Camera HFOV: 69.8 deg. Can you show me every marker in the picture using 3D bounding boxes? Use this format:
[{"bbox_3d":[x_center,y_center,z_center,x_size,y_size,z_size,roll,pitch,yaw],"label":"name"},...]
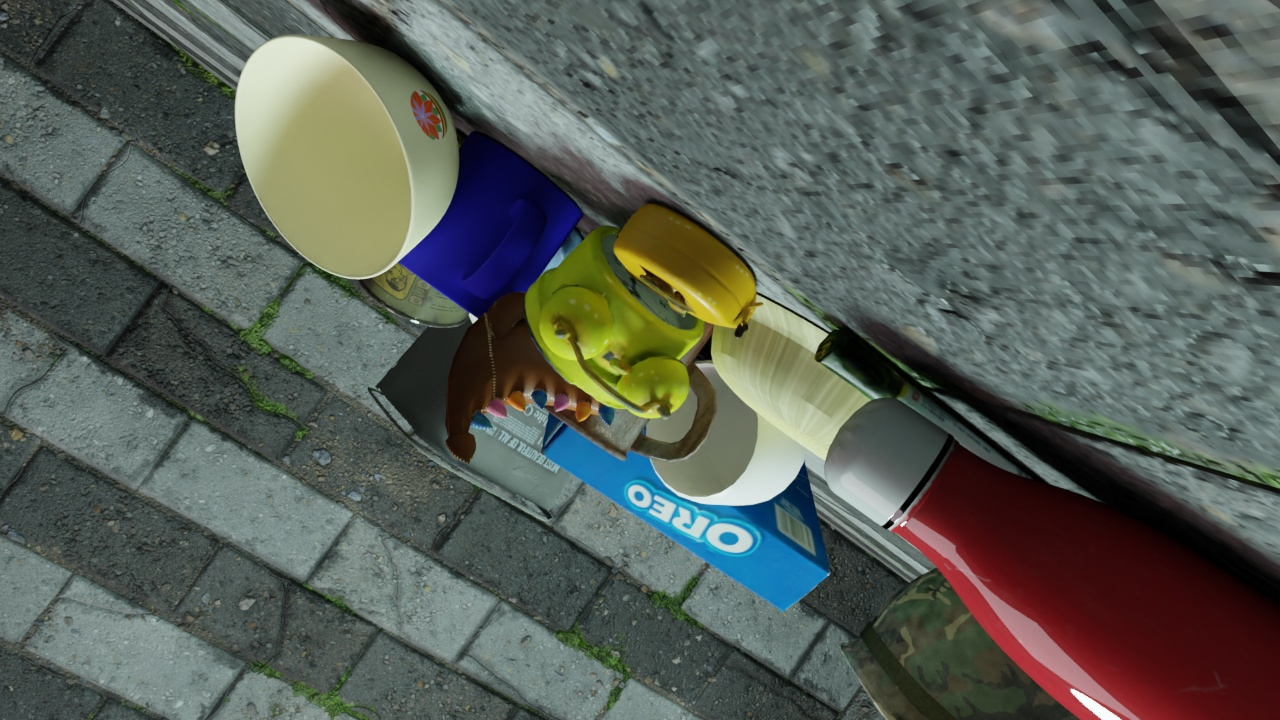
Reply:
[{"bbox_3d":[0.132,0.035,0.382,0.146,0.017,0.017,36,177,-10],"label":"marker"}]

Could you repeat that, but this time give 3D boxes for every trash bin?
[{"bbox_3d":[-0.129,0.010,0.969,0.197,0.220,0.197,38,176,-38],"label":"trash bin"}]

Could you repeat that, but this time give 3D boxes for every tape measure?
[{"bbox_3d":[0.018,-0.038,0.390,0.068,0.030,0.059,34,179,23],"label":"tape measure"}]

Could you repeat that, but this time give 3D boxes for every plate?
[{"bbox_3d":[0.093,0.026,0.477,0.184,0.036,0.184,35,177,2],"label":"plate"}]

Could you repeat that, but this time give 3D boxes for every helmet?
[{"bbox_3d":[0.244,0.271,0.658,0.224,0.236,0.192,46,-177,2],"label":"helmet"}]

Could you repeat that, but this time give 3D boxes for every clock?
[{"bbox_3d":[-0.012,-0.015,0.447,0.083,0.057,0.118,37,-152,-20],"label":"clock"}]

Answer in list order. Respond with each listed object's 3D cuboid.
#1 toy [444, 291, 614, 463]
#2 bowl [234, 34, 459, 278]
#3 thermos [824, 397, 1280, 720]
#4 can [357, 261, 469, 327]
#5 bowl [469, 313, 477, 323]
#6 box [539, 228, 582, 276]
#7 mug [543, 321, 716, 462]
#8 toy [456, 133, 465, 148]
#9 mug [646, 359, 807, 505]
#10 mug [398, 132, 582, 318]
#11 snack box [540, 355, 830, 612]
[{"bbox_3d":[-0.055,0.018,0.476,0.090,0.102,0.071,16,136,-6],"label":"toy"},{"bbox_3d":[-0.135,-0.110,0.468,0.118,0.118,0.073,35,-141,13],"label":"bowl"},{"bbox_3d":[0.172,0.094,0.326,0.240,0.073,0.073,36,177,13],"label":"thermos"},{"bbox_3d":[-0.156,-0.079,0.682,0.090,0.075,0.089,26,-155,-13],"label":"can"},{"bbox_3d":[-0.091,-0.051,0.746,0.062,0.115,0.115,53,170,-23],"label":"bowl"},{"bbox_3d":[-0.126,-0.135,0.629,0.210,0.052,0.067,33,155,5],"label":"box"},{"bbox_3d":[-0.003,0.003,0.563,0.123,0.110,0.096,35,-178,3],"label":"mug"},{"bbox_3d":[-0.126,-0.103,0.585,0.094,0.036,0.093,-23,117,41],"label":"toy"},{"bbox_3d":[0.050,0.045,0.612,0.116,0.094,0.068,24,-173,38],"label":"mug"},{"bbox_3d":[-0.083,-0.069,0.514,0.079,0.083,0.111,37,177,-26],"label":"mug"},{"bbox_3d":[0.038,0.063,0.737,0.239,0.056,0.195,35,-155,-17],"label":"snack box"}]
